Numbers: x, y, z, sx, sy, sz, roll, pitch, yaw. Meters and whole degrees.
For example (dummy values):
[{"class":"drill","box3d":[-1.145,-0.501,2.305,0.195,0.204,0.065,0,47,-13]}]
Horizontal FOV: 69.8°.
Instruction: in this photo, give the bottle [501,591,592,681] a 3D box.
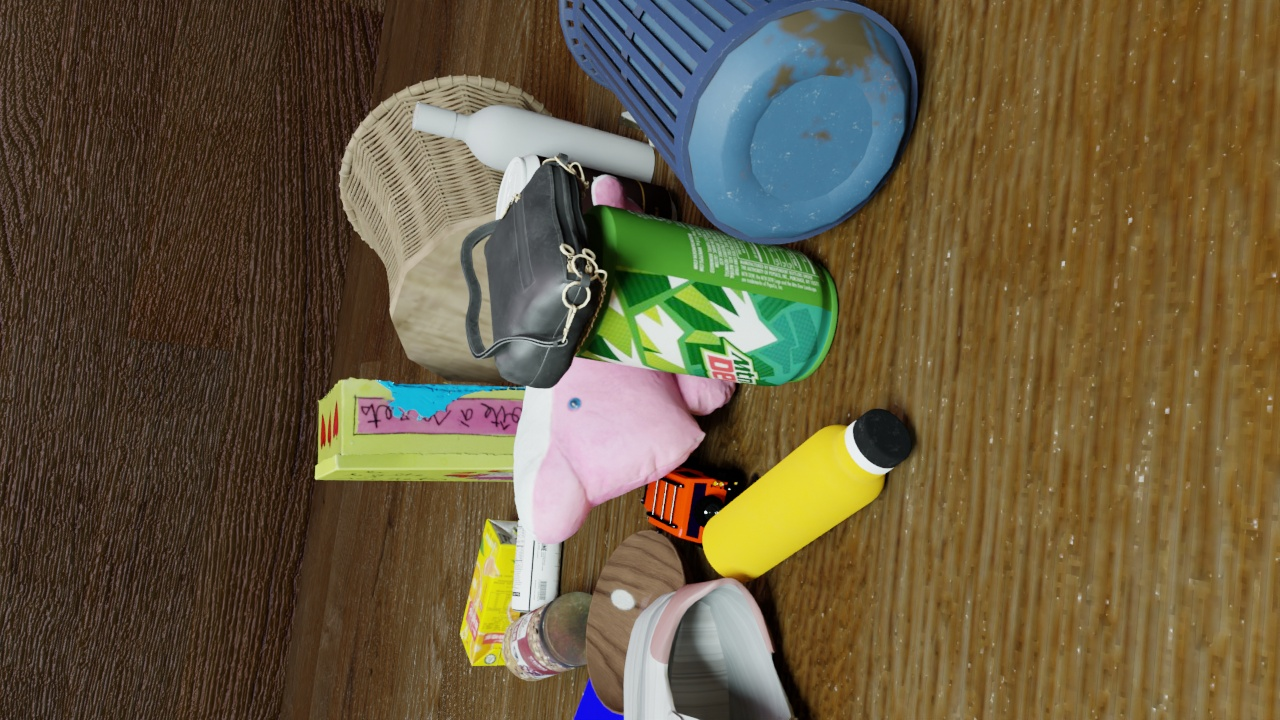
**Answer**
[{"class":"bottle","box3d":[-0.070,0.225,0.744,0.105,0.056,0.056,-42,45,54]}]

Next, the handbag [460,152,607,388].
[{"class":"handbag","box3d":[-0.050,-0.047,0.458,0.079,0.054,0.128,-57,31,35]}]

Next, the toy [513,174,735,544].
[{"class":"toy","box3d":[-0.004,0.003,0.595,0.187,0.128,0.264,73,-158,-46]}]

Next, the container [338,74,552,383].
[{"class":"container","box3d":[-0.149,-0.113,0.851,0.227,0.226,0.196,-62,38,35]}]

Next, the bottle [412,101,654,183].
[{"class":"bottle","box3d":[-0.087,-0.175,0.750,0.053,0.195,0.052,-33,52,58]}]

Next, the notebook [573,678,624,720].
[{"class":"notebook","box3d":[-0.007,0.314,0.626,0.209,0.022,0.172,-122,46,-55]}]

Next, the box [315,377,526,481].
[{"class":"box","box3d":[-0.159,0.065,0.788,0.125,0.220,0.079,-22,70,59]}]

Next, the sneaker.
[{"class":"sneaker","box3d":[0.040,0.221,0.467,0.090,0.099,0.235,111,158,-56]}]

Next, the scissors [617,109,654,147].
[{"class":"scissors","box3d":[0.021,-0.204,0.747,0.188,0.015,0.140,-106,33,-42]}]

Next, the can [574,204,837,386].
[{"class":"can","box3d":[0.031,-0.033,0.516,0.083,0.144,0.083,8,89,66]}]

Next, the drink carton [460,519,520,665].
[{"class":"drink carton","box3d":[-0.144,0.232,0.914,0.058,0.043,0.135,39,117,61]}]

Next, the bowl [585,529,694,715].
[{"class":"bowl","box3d":[0.008,0.176,0.615,0.120,0.032,0.119,-39,41,44]}]

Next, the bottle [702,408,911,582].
[{"class":"bottle","box3d":[0.086,0.072,0.484,0.144,0.043,0.043,-50,39,47]}]

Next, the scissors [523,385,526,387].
[{"class":"scissors","box3d":[-0.096,0.002,0.924,0.139,0.015,0.118,35,113,56]}]

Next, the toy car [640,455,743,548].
[{"class":"toy car","box3d":[0.028,0.089,0.593,0.100,0.048,0.051,9,90,65]}]

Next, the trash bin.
[{"class":"trash bin","box3d":[0.048,-0.179,0.541,0.139,0.139,0.249,-66,30,29]}]

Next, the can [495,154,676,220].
[{"class":"can","box3d":[-0.041,-0.112,0.711,0.072,0.128,0.071,-33,52,58]}]

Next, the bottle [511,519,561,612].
[{"class":"bottle","box3d":[-0.091,0.167,0.827,0.041,0.041,0.116,-21,63,62]}]
